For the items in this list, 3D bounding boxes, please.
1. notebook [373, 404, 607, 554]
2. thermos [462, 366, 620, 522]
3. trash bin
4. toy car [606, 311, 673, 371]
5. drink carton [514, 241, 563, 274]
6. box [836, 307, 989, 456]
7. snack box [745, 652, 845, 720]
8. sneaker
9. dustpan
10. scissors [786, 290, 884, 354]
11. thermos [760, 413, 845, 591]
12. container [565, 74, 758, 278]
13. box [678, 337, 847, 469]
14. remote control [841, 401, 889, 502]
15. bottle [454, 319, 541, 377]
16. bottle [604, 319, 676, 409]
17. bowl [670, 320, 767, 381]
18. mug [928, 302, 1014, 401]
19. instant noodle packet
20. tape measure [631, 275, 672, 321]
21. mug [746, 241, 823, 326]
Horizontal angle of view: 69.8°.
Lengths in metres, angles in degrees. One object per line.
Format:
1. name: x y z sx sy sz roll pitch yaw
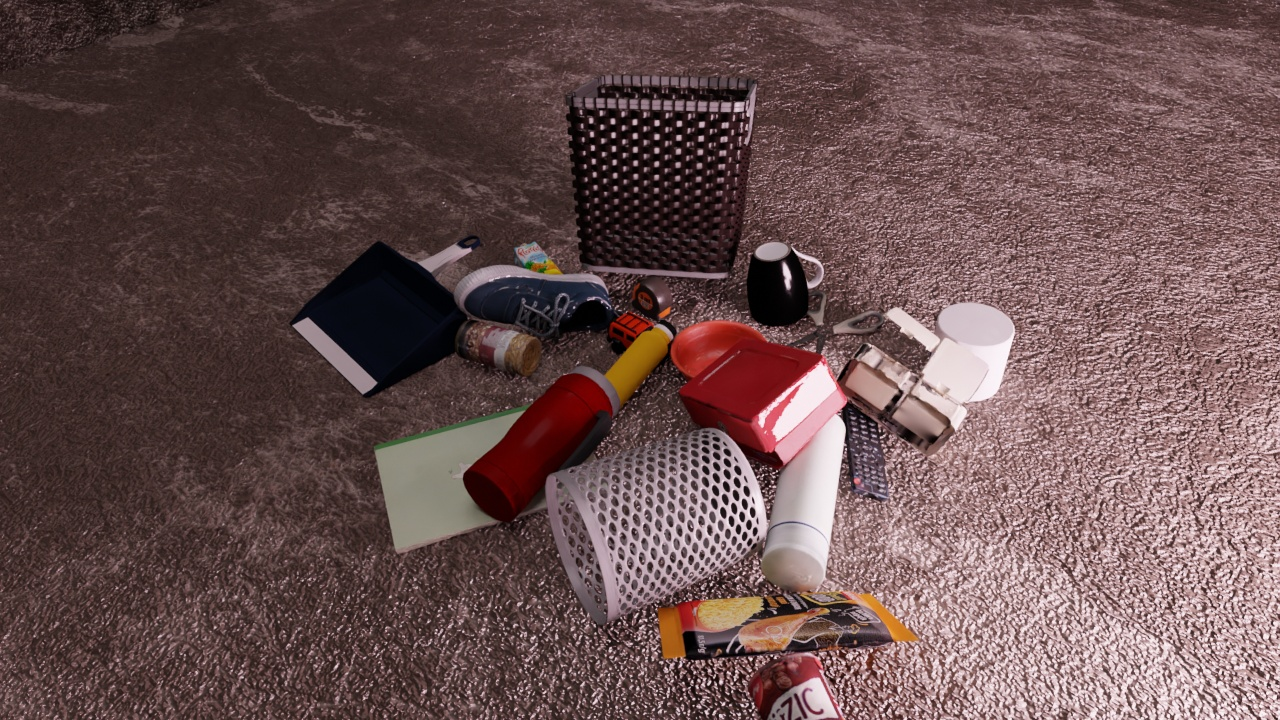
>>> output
1. notebook: -0.183 0.128 1.106 0.252 0.010 0.181 -15 41 -14
2. thermos: -0.102 0.095 1.060 0.108 0.084 0.198 9 41 39
3. trash bin: 0.016 0.162 0.941 0.183 0.157 0.156 -17 42 -20
4. toy car: 0.001 -0.028 1.248 0.100 0.049 0.051 28 49 32
5. drink carton: -0.152 -0.136 1.395 0.044 0.039 0.129 -21 43 -20
6. box: 0.326 0.002 1.048 0.143 0.188 0.104 36 66 12
7. snack box: 0.147 0.326 0.797 0.072 0.072 0.121 -12 41 -10
8. sneaker: -0.137 -0.072 1.263 0.235 0.089 0.087 -2 42 -27
9. dustpan: -0.342 -0.094 1.326 0.272 0.080 0.236 -31 47 -29
10. scissors: 0.264 -0.048 1.283 0.157 0.013 0.170 -6 41 -1
11. thermos: 0.181 0.145 1.004 0.068 0.068 0.229 8 37 14
12. container: 0.037 -0.276 1.350 0.246 0.244 0.246 5 25 9
13. box: 0.141 0.044 1.065 0.128 0.087 0.158 -38 23 -19
14. remote control: 0.262 0.105 1.087 0.047 0.022 0.150 20 40 -10
15. bottle: -0.192 -0.017 1.243 0.105 0.056 0.056 16 43 21
16. bottle: -0.007 0.007 1.180 0.043 0.043 0.143 28 67 32
17. bowl: 0.104 0.003 1.206 0.130 0.045 0.130 -2 40 2
18. mug: 0.406 -0.004 1.158 0.121 0.090 0.091 -29 46 -28
19. instant noodle packet: 0.128 0.248 0.867 0.221 0.032 0.160 -4 0 -1
20. tape measure: 0.019 -0.093 1.319 0.058 0.059 0.038 32 51 31
21. mug: 0.204 -0.118 1.289 0.118 0.100 0.085 -26 38 -15
